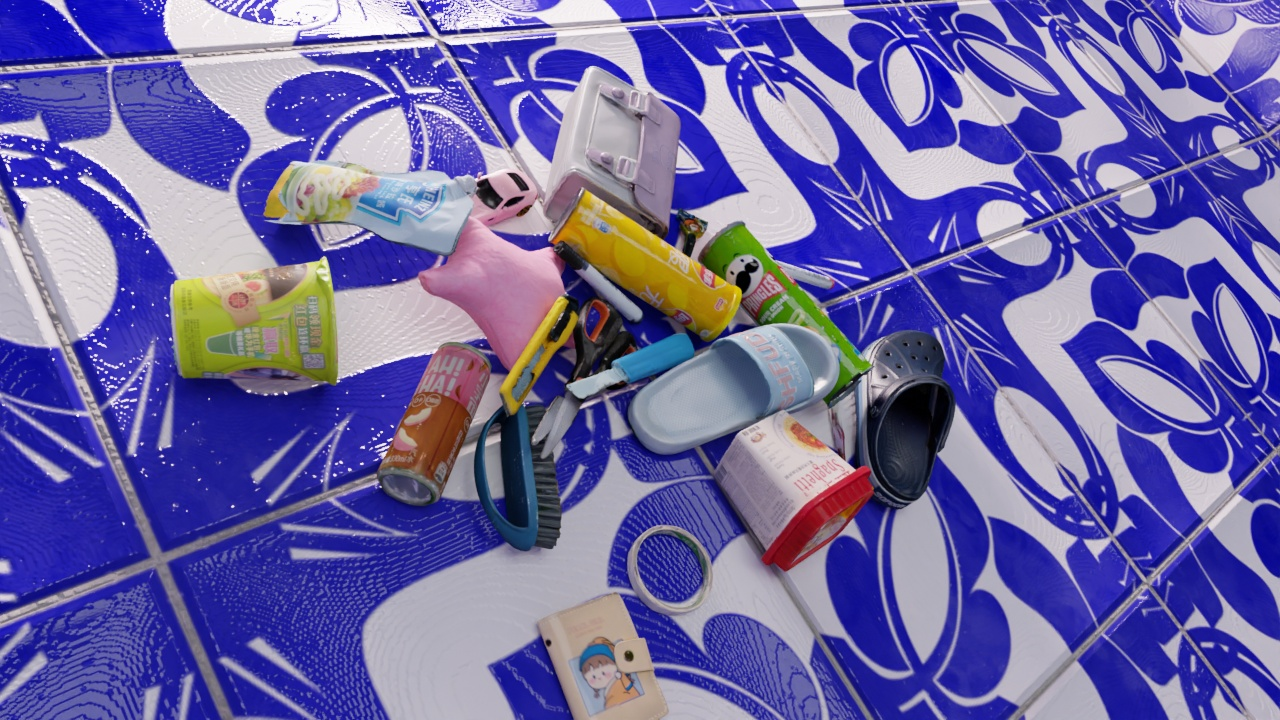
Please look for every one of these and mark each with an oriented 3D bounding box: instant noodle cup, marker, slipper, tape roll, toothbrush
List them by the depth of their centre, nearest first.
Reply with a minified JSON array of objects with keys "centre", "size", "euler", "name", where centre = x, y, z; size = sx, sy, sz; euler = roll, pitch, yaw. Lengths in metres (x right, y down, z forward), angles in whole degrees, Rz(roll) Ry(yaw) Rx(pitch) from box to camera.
[{"centre":[-0.324,-0.029,0.769],"size":[0.123,0.112,0.111],"euler":[-5,62,-23],"name":"instant noodle cup"},{"centre":[0.029,0.197,0.867],"size":[0.085,0.014,0.085],"euler":[14,53,-20],"name":"tape roll"},{"centre":[0.149,0.126,0.925],"size":[0.116,0.117,0.124],"euler":[-23,61,-38],"name":"instant noodle cup"},{"centre":[0.100,0.021,0.960],"size":[0.245,0.074,0.104],"euler":[-22,71,-21],"name":"slipper"},{"centre":[-0.043,-0.081,0.983],"size":[0.130,0.018,0.022],"euler":[41,24,-29],"name":"marker"},{"centre":[0.231,0.083,1.057],"size":[0.017,0.016,0.187],"euler":[25,48,-34],"name":"toothbrush"},{"centre":[0.311,0.052,1.073],"size":[0.105,0.095,0.252],"euler":[30,53,-12],"name":"slipper"},{"centre":[0.182,-0.116,1.163],"size":[0.145,0.017,0.017],"euler":[15,53,-20],"name":"marker"}]

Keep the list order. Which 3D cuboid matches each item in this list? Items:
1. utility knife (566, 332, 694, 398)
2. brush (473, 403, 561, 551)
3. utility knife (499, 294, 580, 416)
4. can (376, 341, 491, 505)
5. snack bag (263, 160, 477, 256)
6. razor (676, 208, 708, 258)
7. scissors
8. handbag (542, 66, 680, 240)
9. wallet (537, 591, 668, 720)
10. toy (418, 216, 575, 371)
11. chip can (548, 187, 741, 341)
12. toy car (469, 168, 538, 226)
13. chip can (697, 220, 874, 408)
[{"centre":[-0.006,0.005,0.934],"size":[0.224,0.018,0.034],"euler":[-21,78,-56],"name":"utility knife"},{"centre":[-0.113,0.101,0.825],"size":[0.073,0.055,0.143],"euler":[7,57,-27],"name":"brush"},{"centre":[-0.092,-0.008,0.864],"size":[0.033,0.015,0.156],"euler":[54,45,-29],"name":"utility knife"},{"centre":[-0.181,0.055,0.817],"size":[0.058,0.058,0.147],"euler":[26,50,-12],"name":"can"},{"centre":[-0.253,-0.152,0.880],"size":[0.191,0.039,0.110],"euler":[8,41,8],"name":"snack bag"},{"centre":[0.055,-0.131,1.099],"size":[0.042,0.022,0.142],"euler":[24,51,-11],"name":"razor"},{"centre":[-0.046,0.030,0.893],"size":[0.152,0.022,0.234],"euler":[42,40,-38],"name":"scissors"},{"centre":[-0.025,-0.237,1.082],"size":[0.145,0.099,0.196],"euler":[23,51,-21],"name":"handbag"},{"centre":[-0.030,0.263,0.786],"size":[0.087,0.024,0.115],"euler":[-13,65,-29],"name":"wallet"},{"centre":[-0.134,-0.062,0.898],"size":[0.194,0.075,0.178],"euler":[17,50,-43],"name":"toy"},{"centre":[0.007,-0.104,1.007],"size":[0.213,0.072,0.071],"euler":[32,49,-14],"name":"chip can"},{"centre":[-0.164,-0.176,0.999],"size":[0.122,0.037,0.056],"euler":[-31,75,-38],"name":"toy car"},{"centre":[0.168,-0.055,1.068],"size":[0.072,0.072,0.236],"euler":[-28,72,-39],"name":"chip can"}]
